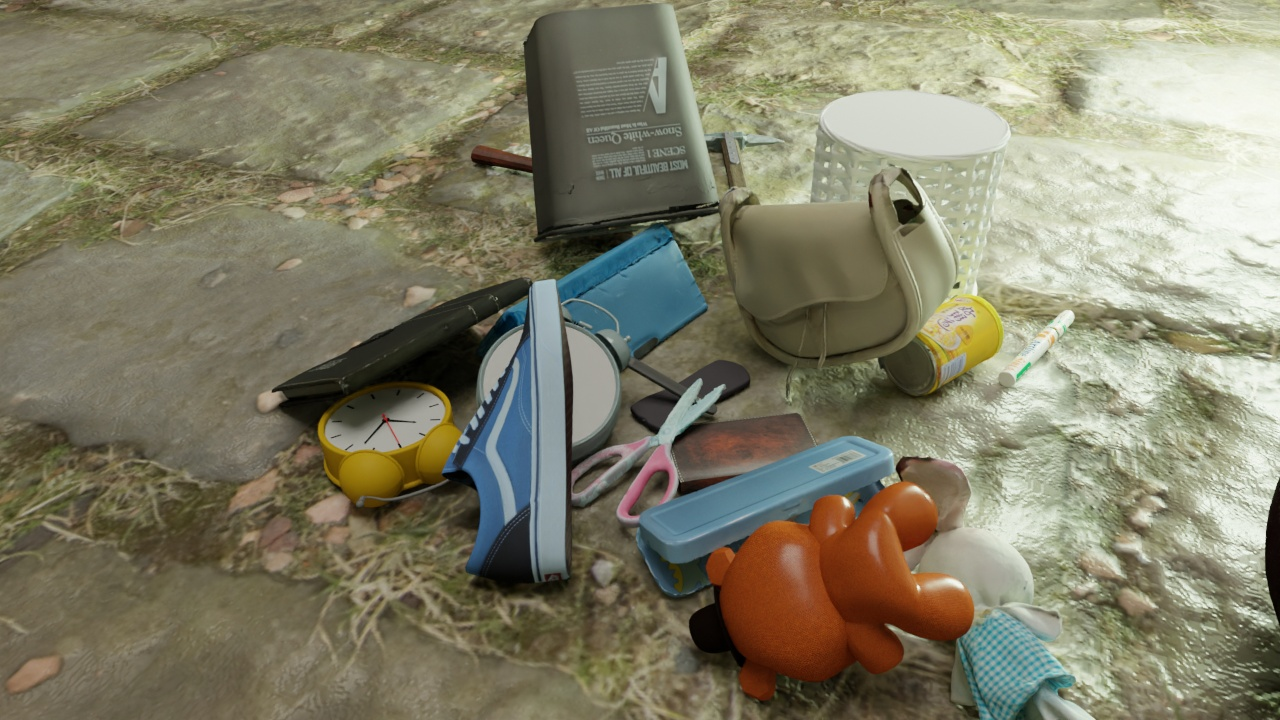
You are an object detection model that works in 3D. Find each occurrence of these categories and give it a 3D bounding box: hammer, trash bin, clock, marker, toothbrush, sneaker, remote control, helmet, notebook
[{"bbox_3d":[0.132,-0.233,1.202,0.147,0.028,0.316,-1,35,1],"label":"hammer"},{"bbox_3d":[-0.032,-0.255,1.012,0.197,0.220,0.197,-10,6,-14],"label":"trash bin"},{"bbox_3d":[-0.206,0.068,0.764,0.113,0.052,0.152,-18,35,-23],"label":"clock"},{"bbox_3d":[-0.100,-0.252,1.235,0.301,0.028,0.110,17,38,24],"label":"hammer"},{"bbox_3d":[0.389,-0.014,0.895,0.017,0.017,0.145,27,44,34],"label":"marker"},{"bbox_3d":[-0.005,0.005,0.823,0.167,0.013,0.012,30,52,3],"label":"toothbrush"},{"bbox_3d":[-0.072,0.016,0.779,0.122,0.045,0.159,26,67,3],"label":"clock"},{"bbox_3d":[-0.102,0.046,0.695,0.098,0.083,0.240,-1,67,1],"label":"sneaker"},{"bbox_3d":[0.049,0.031,0.844,0.124,0.009,0.046,-26,43,-32],"label":"remote control"},{"bbox_3d":[0.489,0.110,0.509,0.234,0.253,0.232,-3,21,42],"label":"helmet"},{"bbox_3d":[-0.219,-0.017,0.844,0.208,0.029,0.170,-31,14,-38],"label":"notebook"}]

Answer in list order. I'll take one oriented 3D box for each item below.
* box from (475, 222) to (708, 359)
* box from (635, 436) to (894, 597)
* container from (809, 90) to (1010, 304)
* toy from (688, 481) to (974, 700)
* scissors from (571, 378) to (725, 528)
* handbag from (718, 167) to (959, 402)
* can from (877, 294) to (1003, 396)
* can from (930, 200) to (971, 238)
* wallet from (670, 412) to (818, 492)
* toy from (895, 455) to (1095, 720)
[{"bbox_3d":[-0.037,-0.038,0.919,0.230,0.094,0.110,-36,87,-41],"label":"box"},{"bbox_3d":[0.098,0.118,0.697,0.209,0.064,0.069,-16,21,-24],"label":"box"},{"bbox_3d":[0.269,-0.160,0.956,0.189,0.187,0.189,-1,35,0],"label":"container"},{"bbox_3d":[0.110,0.146,0.578,0.176,0.096,0.112,-20,67,14],"label":"toy"},{"bbox_3d":[0.002,0.065,0.767,0.108,0.016,0.178,5,43,30],"label":"scissors"},{"bbox_3d":[0.154,-0.065,0.795,0.131,0.184,0.229,-48,29,-24],"label":"handbag"},{"bbox_3d":[0.281,-0.015,0.855,0.104,0.068,0.068,-25,42,-29],"label":"can"},{"bbox_3d":[0.364,-0.176,1.111,0.032,0.032,0.095,-9,36,-11],"label":"can"},{"bbox_3d":[0.085,0.076,0.771,0.123,0.019,0.072,-6,36,-7],"label":"wallet"},{"bbox_3d":[0.231,0.162,0.591,0.105,0.131,0.205,-1,42,-37],"label":"toy"}]
